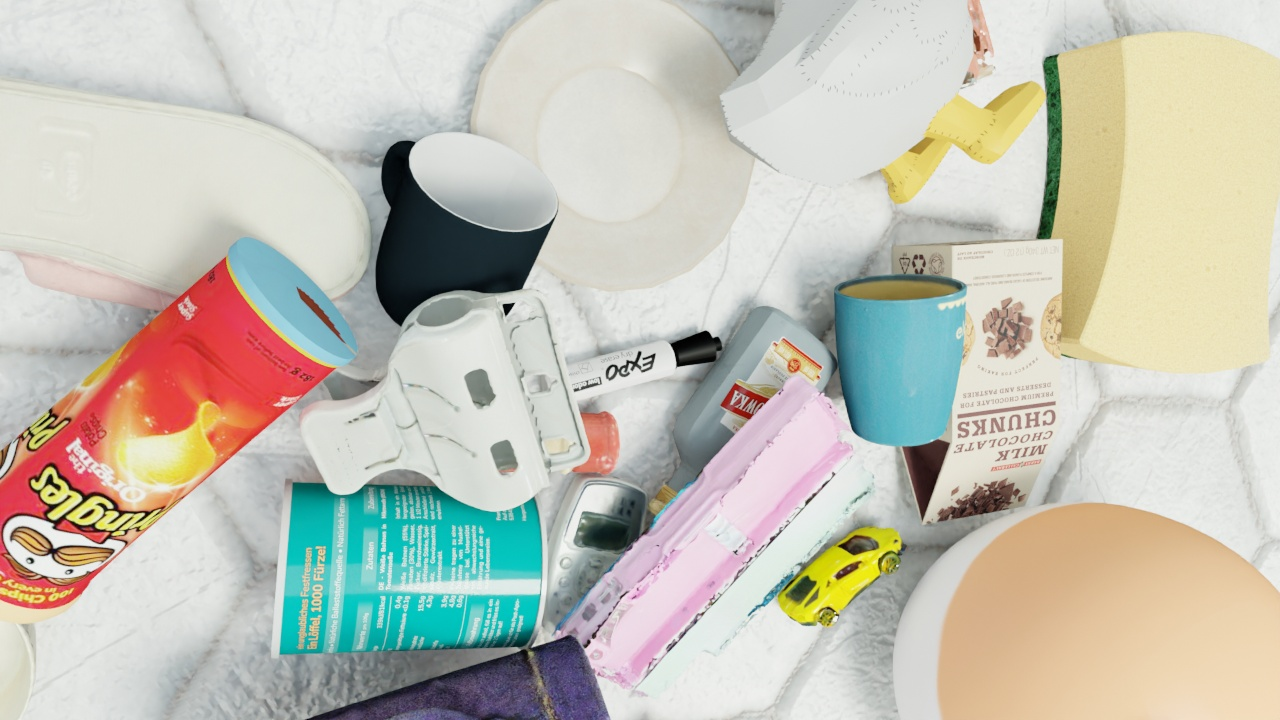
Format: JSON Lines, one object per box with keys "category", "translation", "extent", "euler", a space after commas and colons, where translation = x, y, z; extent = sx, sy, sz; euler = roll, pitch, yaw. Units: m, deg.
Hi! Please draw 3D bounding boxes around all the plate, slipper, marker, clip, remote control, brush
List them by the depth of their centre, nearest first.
{"category": "slipper", "translation": [-0.282, -0.088, 0.489], "extent": [0.274, 0.054, 0.114], "euler": [11, 89, -30]}
{"category": "clip", "translation": [-0.109, 0.029, 0.503], "extent": [0.147, 0.081, 0.125], "euler": [-12, 122, -1]}
{"category": "plate", "translation": [-0.016, -0.140, 0.592], "extent": [0.188, 0.027, 0.189], "euler": [-2, 98, -19]}
{"category": "marker", "translation": [-0.004, 0.004, 0.616], "extent": [0.125, 0.025, 0.025], "euler": [-15, 101, -17]}
{"category": "remote control", "translation": [-0.034, 0.133, 0.620], "extent": [0.060, 0.028, 0.114], "euler": [18, 90, -21]}
{"category": "brush", "translation": [0.405, -0.118, 0.718], "extent": [0.195, 0.075, 0.250], "euler": [4, 96, -20]}

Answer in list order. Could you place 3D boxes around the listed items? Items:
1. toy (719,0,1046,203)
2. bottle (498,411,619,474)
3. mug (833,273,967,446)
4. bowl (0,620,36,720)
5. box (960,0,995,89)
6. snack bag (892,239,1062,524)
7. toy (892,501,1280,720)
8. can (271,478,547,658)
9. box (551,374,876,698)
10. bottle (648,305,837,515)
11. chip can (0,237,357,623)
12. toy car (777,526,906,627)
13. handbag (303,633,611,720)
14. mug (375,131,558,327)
{"category": "toy", "translation": [0.119, -0.214, 0.572], "extent": [0.267, 0.141, 0.246], "euler": [41, 63, -16]}
{"category": "bottle", "translation": [-0.069, 0.053, 0.590], "extent": [0.109, 0.044, 0.044], "euler": [3, 96, -19]}
{"category": "mug", "translation": [0.176, -0.004, 0.635], "extent": [0.084, 0.112, 0.104], "euler": [-3, 106, 6]}
{"category": "bowl", "translation": [-0.378, 0.156, 0.483], "extent": [0.115, 0.062, 0.115], "euler": [-3, 98, -19]}
{"category": "box", "translation": [0.211, -0.285, 0.647], "extent": [0.053, 0.058, 0.187], "euler": [-36, 111, -44]}
{"category": "snack bag", "translation": [0.249, 0.016, 0.683], "extent": [0.094, 0.070, 0.206], "euler": [-6, 99, -19]}
{"category": "toy", "translation": [0.323, 0.231, 0.629], "extent": [0.262, 0.281, 0.265], "euler": [-21, 83, -16]}
{"category": "can", "translation": [-0.138, 0.122, 0.544], "extent": [0.143, 0.099, 0.099], "euler": [5, 95, -20]}
{"category": "box", "translation": [0.064, 0.133, 0.624], "extent": [0.230, 0.035, 0.159], "euler": [-46, 136, -2]}
{"category": "bottle", "translation": [0.064, 0.046, 0.634], "extent": [0.072, 0.046, 0.161], "euler": [38, 84, -21]}
{"category": "chip can", "translation": [-0.255, 0.036, 0.473], "extent": [0.213, 0.087, 0.087], "euler": [-39, 108, 4]}
{"category": "toy car", "translation": [0.149, 0.156, 0.677], "extent": [0.106, 0.049, 0.030], "euler": [-35, 105, -14]}
{"category": "handbag", "translation": [-0.117, 0.251, 0.504], "extent": [0.204, 0.125, 0.222], "euler": [-14, 138, -16]}
{"category": "mug", "translation": [-0.114, -0.079, 0.530], "extent": [0.085, 0.095, 0.121], "euler": [-19, 60, -44]}
